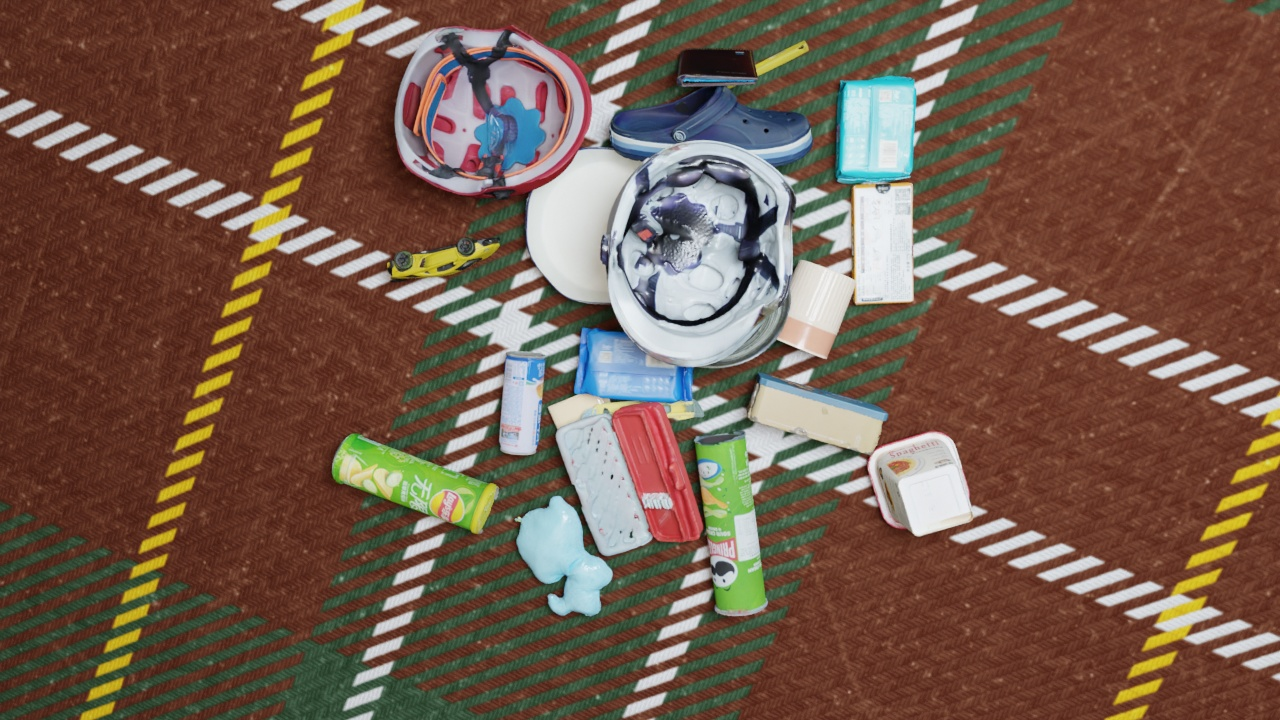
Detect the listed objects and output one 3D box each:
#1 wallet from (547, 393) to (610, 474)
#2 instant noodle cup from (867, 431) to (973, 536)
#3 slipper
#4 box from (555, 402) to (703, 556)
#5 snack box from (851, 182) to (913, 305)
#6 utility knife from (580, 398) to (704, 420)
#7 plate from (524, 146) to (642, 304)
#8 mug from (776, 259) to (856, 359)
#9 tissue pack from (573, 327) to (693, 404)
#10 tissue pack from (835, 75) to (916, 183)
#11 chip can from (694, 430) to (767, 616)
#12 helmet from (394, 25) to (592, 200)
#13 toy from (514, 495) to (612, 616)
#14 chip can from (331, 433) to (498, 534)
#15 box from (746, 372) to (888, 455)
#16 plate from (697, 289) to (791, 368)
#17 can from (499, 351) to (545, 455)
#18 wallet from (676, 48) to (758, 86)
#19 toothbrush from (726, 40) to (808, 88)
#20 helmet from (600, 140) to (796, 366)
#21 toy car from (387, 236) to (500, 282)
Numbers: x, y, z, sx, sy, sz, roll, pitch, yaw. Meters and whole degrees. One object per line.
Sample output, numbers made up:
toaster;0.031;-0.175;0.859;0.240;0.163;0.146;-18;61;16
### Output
wallet;-0.065;0.099;1.246;0.087;0.024;0.115;-23;92;4
instant noodle cup;0.361;0.161;1.164;0.116;0.124;0.116;-18;94;6
slipper;0.086;-0.298;1.134;0.253;0.104;0.095;3;131;9
box;-0.012;0.159;1.222;0.161;0.058;0.201;-14;107;16
snack box;0.311;-0.150;1.182;0.075;0.026;0.154;-2;97;5
utility knife;0.002;0.069;1.231;0.167;0.018;0.031;-4;83;0
plate;-0.047;-0.175;1.202;0.205;0.045;0.205;1;96;6
mug;0.207;-0.071;1.179;0.115;0.081;0.106;25;97;27
tissue pack;-0.007;0.007;1.213;0.157;0.052;0.095;3;89;2
tissue pack;0.295;-0.291;1.155;0.093;0.050;0.133;2;96;6
chip can;0.120;0.214;1.219;0.072;0.072;0.236;-7;95;6
helmet;-0.174;-0.296;1.149;0.240;0.144;0.207;6;87;3
toy;-0.110;0.268;1.256;0.156;0.049;0.161;22;103;7
chip can;-0.309;0.166;1.251;0.221;0.072;0.072;20;98;3
box;0.230;0.069;1.184;0.184;0.089;0.062;14;96;1
plate;0.104;-0.065;1.176;0.180;0.024;0.179;-8;61;14
can;-0.159;0.057;1.234;0.053;0.053;0.134;6;97;4
wallet;0.094;-0.361;1.132;0.096;0.122;0.020;-1;123;4
toothbrush;0.126;-0.362;1.178;0.190;0.016;0.015;-25;95;7
helmet;0.057;-0.133;1.104;0.229;0.146;0.259;7;102;-13
toy car;-0.259;-0.134;1.212;0.156;0.071;0.041;-13;94;6
